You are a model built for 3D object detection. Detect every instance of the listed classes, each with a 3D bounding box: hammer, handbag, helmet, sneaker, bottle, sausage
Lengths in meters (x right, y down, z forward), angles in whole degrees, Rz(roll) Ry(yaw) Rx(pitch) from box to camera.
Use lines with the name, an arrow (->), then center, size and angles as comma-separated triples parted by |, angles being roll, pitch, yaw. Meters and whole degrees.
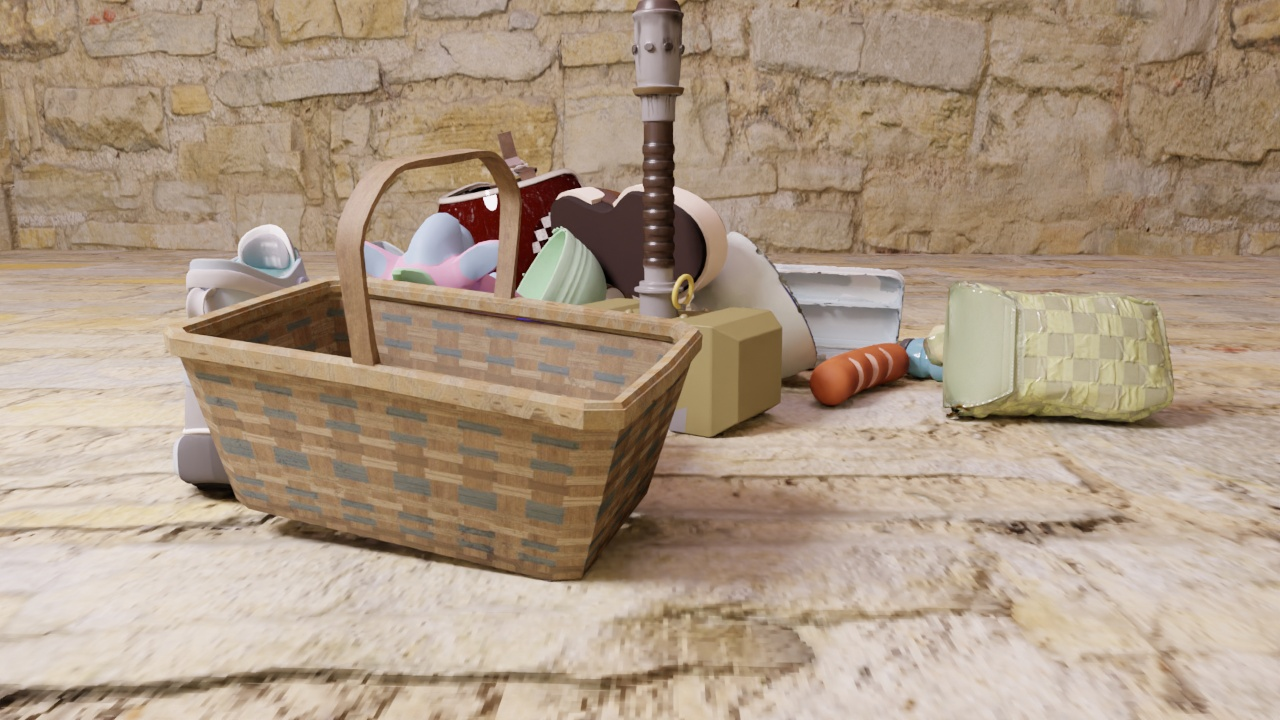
hammer -> 0.014, -0.117, 0.739 | 0.191, 0.325, 0.100 | 7, 14, 33
handbag -> 0.334, -0.002, 0.766 | 0.186, 0.113, 0.117 | 4, -3, 4
helmet -> -0.163, -0.174, 1.250 | 0.234, 0.254, 0.233 | 3, 24, 44
sneaker -> 0.021, -0.128, 0.917 | 0.116, 0.112, 0.294 | -19, 16, -25
bottle -> 0.305, 0.002, 0.891 | 0.130, 0.040, 0.040 | 10, 14, 42
sneaker -> -0.231, -0.014, 0.642 | 0.093, 0.160, 0.256 | 2, 12, 7
sausage -> 0.202, 0.010, 0.845 | 0.044, 0.039, 0.163 | 15, 17, 35

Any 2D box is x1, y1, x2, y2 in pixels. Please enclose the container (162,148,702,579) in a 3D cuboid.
container -> -0.102, -0.013, 0.481 | 0.250, 0.186, 0.157 | 9, 19, 17

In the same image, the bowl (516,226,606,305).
bowl -> -0.082, -0.049, 0.916 | 0.077, 0.151, 0.151 | 28, 2, -18

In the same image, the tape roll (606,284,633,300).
tape roll -> -0.045, -0.048, 1.011 | 0.030, 0.094, 0.093 | 7, 13, 33

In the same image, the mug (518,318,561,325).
mug -> -0.051, 0.019, 0.603 | 0.079, 0.111, 0.083 | -22, 3, 18

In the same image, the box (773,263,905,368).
box -> 0.186, -0.050, 0.998 | 0.211, 0.105, 0.129 | 1, 14, 4

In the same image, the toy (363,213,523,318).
toy -> -0.132, -0.033, 0.696 | 0.120, 0.171, 0.221 | 2, 21, 10

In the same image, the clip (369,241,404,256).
clip -> -0.234, -0.006, 0.825 | 0.165, 0.169, 0.031 | -32, -4, 26

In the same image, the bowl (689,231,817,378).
bowl -> 0.099, -0.042, 0.891 | 0.073, 0.153, 0.153 | -31, 15, -5
